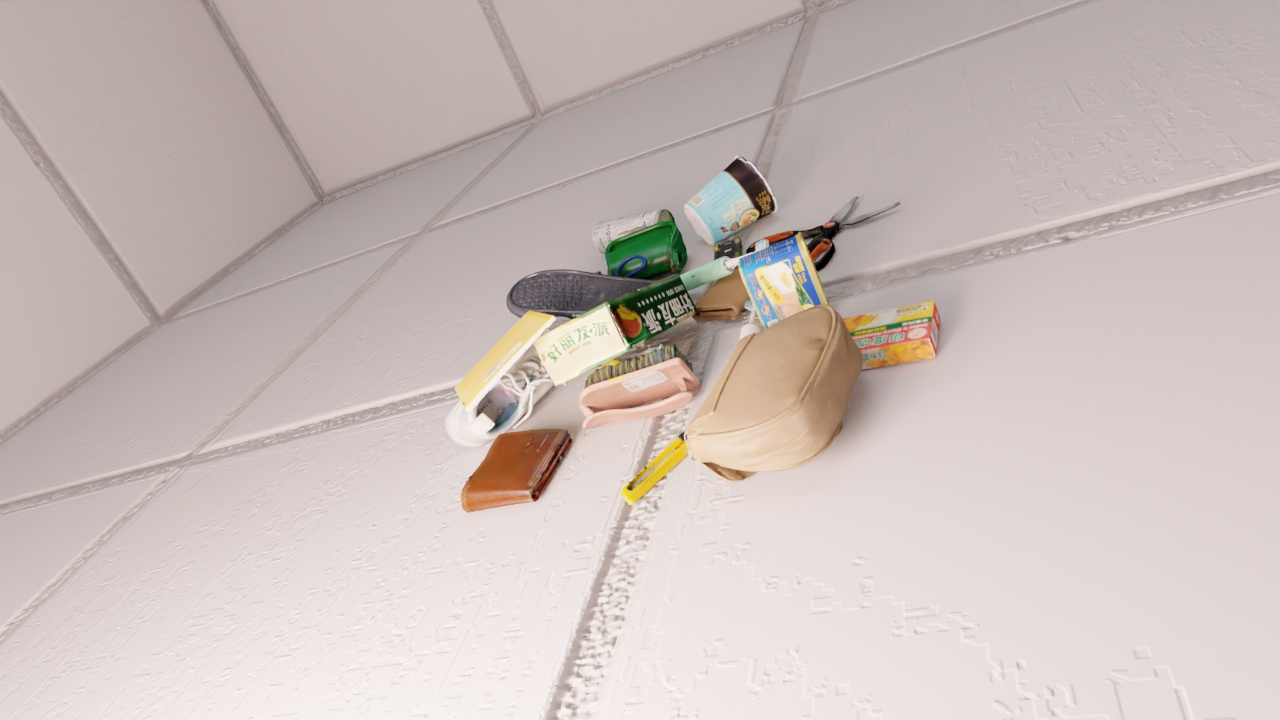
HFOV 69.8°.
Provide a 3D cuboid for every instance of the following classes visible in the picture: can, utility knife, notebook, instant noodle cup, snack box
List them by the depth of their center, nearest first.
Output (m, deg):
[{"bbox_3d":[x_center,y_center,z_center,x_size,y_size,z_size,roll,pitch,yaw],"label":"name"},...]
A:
[{"bbox_3d":[0.034,0.099,0.963,0.153,0.015,0.033,-40,26,-30],"label":"utility knife"},{"bbox_3d":[0.241,-0.020,0.993,0.156,0.027,0.076,-11,29,28],"label":"snack box"},{"bbox_3d":[0.174,-0.093,1.112,0.083,0.102,0.057,-20,25,14],"label":"can"},{"bbox_3d":[-0.169,-0.005,1.116,0.145,0.010,0.206,-47,14,-7],"label":"notebook"},{"bbox_3d":[-0.024,-0.042,1.136,0.115,0.063,0.239,-26,2,27],"label":"snack box"},{"bbox_3d":[0.139,-0.248,1.468,0.120,0.111,0.111,-37,25,-4],"label":"instant noodle cup"},{"bbox_3d":[-0.013,-0.225,1.603,0.147,0.058,0.058,-5,31,36],"label":"can"}]

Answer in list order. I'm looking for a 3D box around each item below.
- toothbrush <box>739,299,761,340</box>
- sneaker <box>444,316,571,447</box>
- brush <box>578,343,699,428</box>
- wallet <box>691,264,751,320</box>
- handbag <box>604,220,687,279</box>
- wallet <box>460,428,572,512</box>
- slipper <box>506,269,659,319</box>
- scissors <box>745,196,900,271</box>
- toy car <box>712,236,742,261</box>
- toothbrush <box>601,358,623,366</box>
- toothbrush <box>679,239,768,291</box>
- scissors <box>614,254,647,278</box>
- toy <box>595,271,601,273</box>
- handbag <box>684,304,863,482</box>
[{"bbox_3d":[0.131,-0.021,1.098,0.026,0.027,0.220,22,31,-3],"label":"toothbrush"},{"bbox_3d":[-0.151,0.018,1.202,0.241,0.089,0.091,-47,16,-32],"label":"sneaker"},{"bbox_3d":[-0.007,0.036,1.080,0.146,0.063,0.073,-18,56,19],"label":"brush"},{"bbox_3d":[0.130,-0.095,1.244,0.090,0.033,0.115,-1,35,47],"label":"wallet"},{"bbox_3d":[0.008,-0.155,1.446,0.131,0.068,0.120,-17,33,15],"label":"handbag"},{"bbox_3d":[-0.142,0.125,1.060,0.101,0.032,0.124,-10,29,25],"label":"wallet"},{"bbox_3d":[-0.069,-0.068,1.336,0.268,0.083,0.110,5,40,17],"label":"slipper"},{"bbox_3d":[0.254,-0.181,1.309,0.235,0.022,0.220,-13,27,26],"label":"scissors"},{"bbox_3d":[0.131,-0.151,1.346,0.043,0.036,0.091,-16,25,16],"label":"toy car"},{"bbox_3d":[-0.007,0.007,1.184,0.015,0.016,0.190,-37,27,-26],"label":"toothbrush"},{"bbox_3d":[0.100,-0.124,1.266,0.026,0.027,0.225,-1,-10,-36],"label":"toothbrush"},{"bbox_3d":[-0.048,-0.090,1.395,0.140,0.012,0.171,40,101,29],"label":"scissors"},{"bbox_3d":[-0.098,-0.111,1.492,0.096,0.030,0.092,-32,22,-1],"label":"toy"},{"bbox_3d":[0.137,0.036,0.901,0.148,0.100,0.203,-16,25,37],"label":"handbag"}]
